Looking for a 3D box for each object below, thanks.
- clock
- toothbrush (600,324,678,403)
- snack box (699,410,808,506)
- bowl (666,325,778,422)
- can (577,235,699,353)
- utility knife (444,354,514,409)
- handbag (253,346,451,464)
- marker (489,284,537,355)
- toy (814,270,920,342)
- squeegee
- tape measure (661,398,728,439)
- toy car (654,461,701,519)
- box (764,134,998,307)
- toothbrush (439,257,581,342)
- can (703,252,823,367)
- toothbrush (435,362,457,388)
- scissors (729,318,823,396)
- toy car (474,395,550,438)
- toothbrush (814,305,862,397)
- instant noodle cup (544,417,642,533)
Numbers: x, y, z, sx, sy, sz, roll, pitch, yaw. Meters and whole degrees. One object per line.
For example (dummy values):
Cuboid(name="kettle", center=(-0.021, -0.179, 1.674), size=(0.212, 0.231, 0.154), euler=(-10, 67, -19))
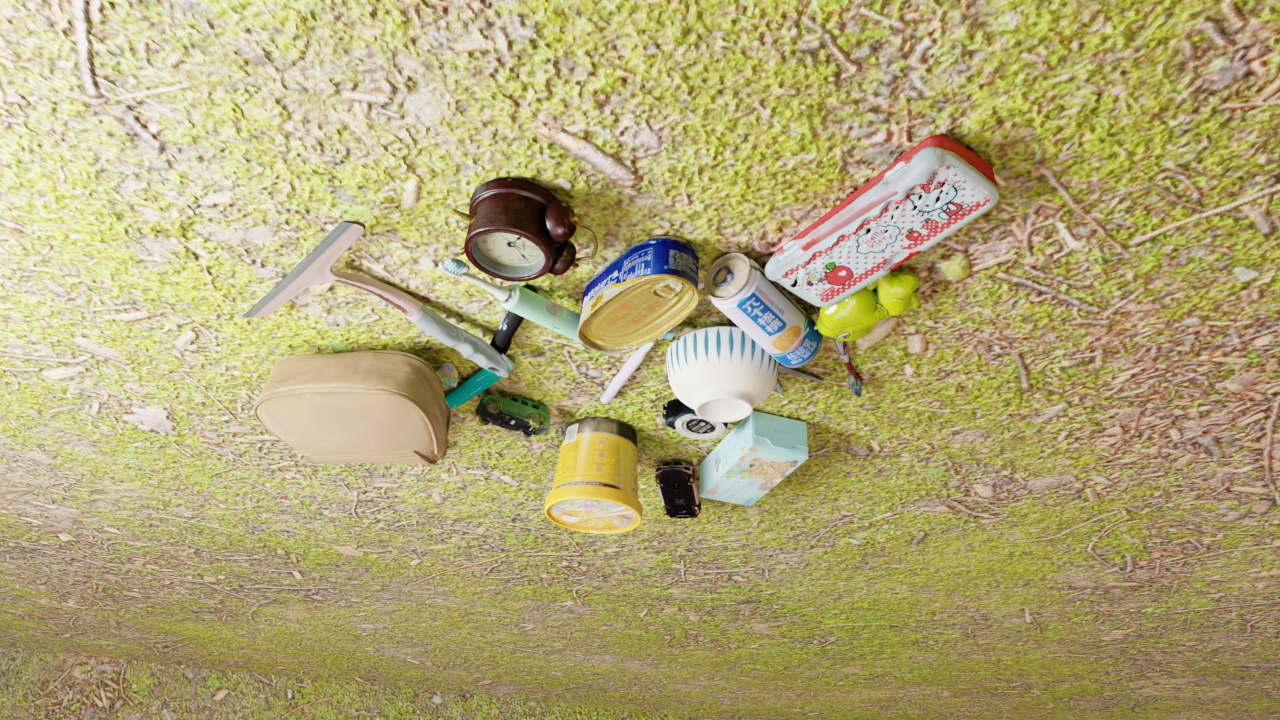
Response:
Cuboid(name="clock", center=(-0.096, -0.108, 0.782), size=(0.122, 0.055, 0.082), euler=(8, 148, 0))
Cuboid(name="toothbrush", center=(-0.006, 0.006, 0.998), size=(0.021, 0.029, 0.190), euler=(49, 145, 5))
Cuboid(name="snack box", center=(0.138, 0.126, 1.145), size=(0.074, 0.051, 0.175), euler=(12, 148, -14))
Cuboid(name="bowl", center=(0.084, 0.022, 0.938), size=(0.116, 0.066, 0.117), euler=(2, 151, 1))
Cuboid(name="can", center=(-0.003, -0.059, 0.859), size=(0.074, 0.049, 0.149), euler=(23, 145, -28))
Cuboid(name="utility knife", center=(-0.201, 0.032, 1.070), size=(0.029, 0.013, 0.187), euler=(28, 140, -30))
Cuboid(name="handbag", center=(-0.310, 0.051, 1.017), size=(0.205, 0.099, 0.148), euler=(-1, 136, 14))
Cuboid(name="marker", center=(-0.133, -0.036, 0.942), size=(0.022, 0.020, 0.132), euler=(2, 152, -24))
Cuboid(name="toy", center=(0.210, -0.051, 0.857), size=(0.100, 0.031, 0.097), euler=(-13, 145, 9))
Cuboid(name="squeegee", center=(-0.232, -0.045, 0.919), size=(0.249, 0.040, 0.248), euler=(28, 145, -32))
Cuboid(name="tape measure", center=(0.070, 0.065, 1.071), size=(0.066, 0.033, 0.066), euler=(-21, 138, 39))
Cuboid(name="toy car", center=(0.053, 0.176, 1.258), size=(0.056, 0.037, 0.122), euler=(-4, 136, 9))
Cuboid(name="box", center=(0.192, -0.107, 0.759), size=(0.086, 0.046, 0.202), euler=(22, 146, -26))
Cuboid(name="toothbrush", center=(-0.102, -0.052, 0.873), size=(0.027, 0.026, 0.224), euler=(-23, 149, 33))
Cuboid(name="can", center=(0.117, -0.046, 0.861), size=(0.053, 0.053, 0.134), euler=(-19, 142, 33))
Cuboid(name="toothbrush", center=(-0.301, 0.021, 1.061), size=(0.190, 0.029, 0.020), euler=(-3, -171, 14))
Cuboid(name="scissors", center=(0.120, -0.004, 0.974), size=(0.178, 0.014, 0.160), euler=(4, 151, -3))
Cuboid(name="toy car", center=(-0.151, 0.064, 1.094), size=(0.091, 0.036, 0.043), euler=(17, 148, -22))
Cuboid(name="toothbrush", center=(0.204, -0.012, 0.940), size=(0.016, 0.017, 0.187), euler=(-9, 146, 22))
Cuboid(name="instant noodle cup", center=(-0.054, 0.141, 1.134), size=(0.118, 0.114, 0.119), euler=(3, 150, 2))
